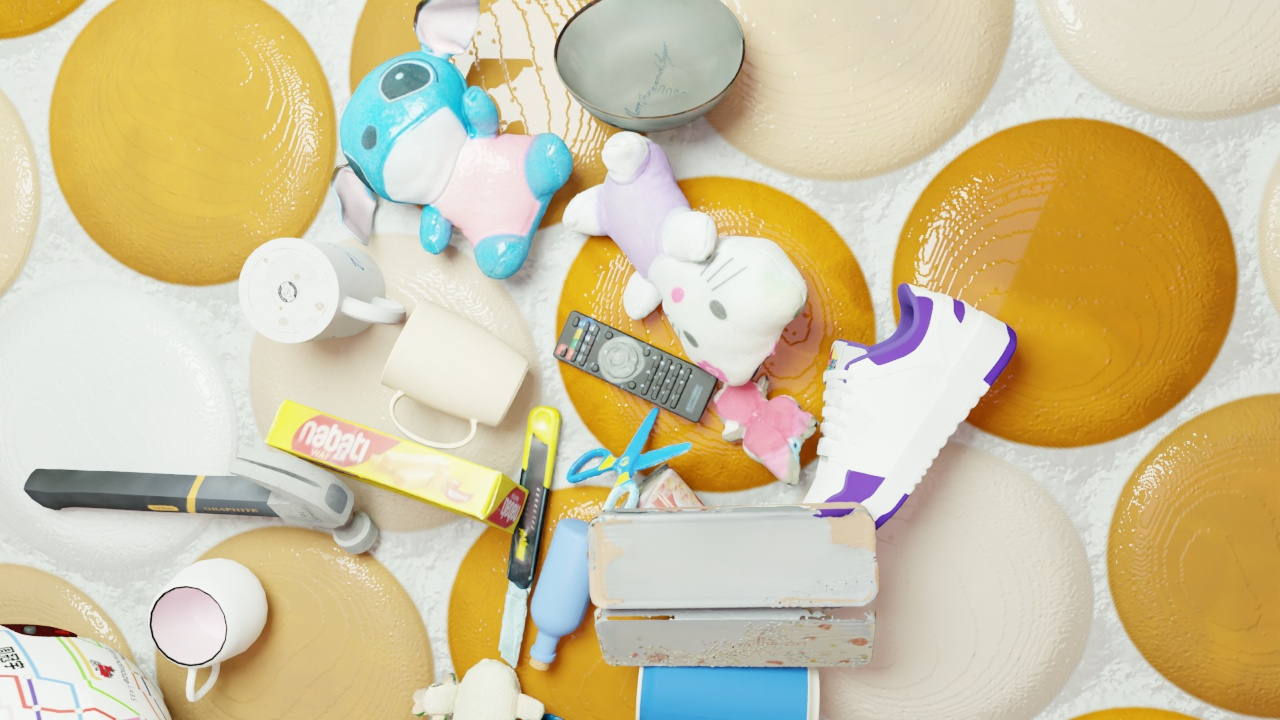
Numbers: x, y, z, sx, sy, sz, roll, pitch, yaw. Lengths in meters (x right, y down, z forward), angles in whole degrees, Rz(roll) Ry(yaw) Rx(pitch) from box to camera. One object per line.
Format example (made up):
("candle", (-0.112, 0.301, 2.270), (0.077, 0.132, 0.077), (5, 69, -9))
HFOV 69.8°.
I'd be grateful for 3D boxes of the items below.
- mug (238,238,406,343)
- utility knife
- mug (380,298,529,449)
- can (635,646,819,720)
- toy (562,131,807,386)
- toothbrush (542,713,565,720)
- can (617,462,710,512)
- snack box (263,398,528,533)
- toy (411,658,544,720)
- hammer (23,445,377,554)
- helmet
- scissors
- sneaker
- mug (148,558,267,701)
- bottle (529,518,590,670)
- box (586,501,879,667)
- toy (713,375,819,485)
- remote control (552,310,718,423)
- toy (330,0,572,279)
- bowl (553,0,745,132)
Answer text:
("mug", (-0.255, -0.053, 0.768), (0.119, 0.096, 0.083), (18, 96, 4))
("utility knife", (-0.099, 0.155, 0.803), (0.029, 0.020, 0.233), (9, 94, 8))
("mug", (-0.158, 0.020, 0.766), (0.104, 0.085, 0.111), (26, 74, -7))
("can", (0.073, 0.280, 0.770), (0.146, 0.079, 0.079), (4, 95, 6))
("toy", (0.038, -0.080, 0.737), (0.209, 0.085, 0.138), (47, 139, 4))
("toothbrush", (-0.029, 0.349, 0.818), (0.132, 0.016, 0.021), (25, 116, 4))
("can", (0.038, 0.154, 0.769), (0.067, 0.066, 0.124), (-41, 89, 8))
("snack box", (-0.200, 0.089, 0.763), (0.201, 0.092, 0.042), (17, 75, 12))
("toy", (-0.140, 0.308, 0.810), (0.112, 0.050, 0.087), (15, 91, 10))
("hammer", (-0.400, 0.120, 0.806), (0.313, 0.139, 0.035), (-1, 54, 15))
("helmet", (-0.522, 0.342, 0.764), (0.315, 0.235, 0.231), (12, 87, 37))
("scissors", (-0.013, 0.090, 0.761), (0.126, 0.130, 0.014), (-21, 129, 26))
("sneaker", (0.182, 0.043, 0.736), (0.111, 0.091, 0.244), (37, 94, 3))
("mug", (-0.382, 0.239, 0.817), (0.090, 0.076, 0.124), (9, 96, 5))
("bottle", (-0.068, 0.205, 0.794), (0.048, 0.048, 0.131), (19, 96, 4))
("box", (0.070, 0.179, 0.703), (0.217, 0.071, 0.157), (-2, 120, 6))
("toy", (0.107, 0.052, 0.765), (0.102, 0.050, 0.065), (38, 108, 38))
("remote control", (-0.005, 0.005, 0.786), (0.140, 0.021, 0.045), (25, 96, 8))
("toy", (-0.150, -0.175, 0.747), (0.191, 0.098, 0.224), (32, 111, -3))
("bowl", (0.009, -0.230, 0.733), (0.151, 0.057, 0.150), (-3, 60, 6))
